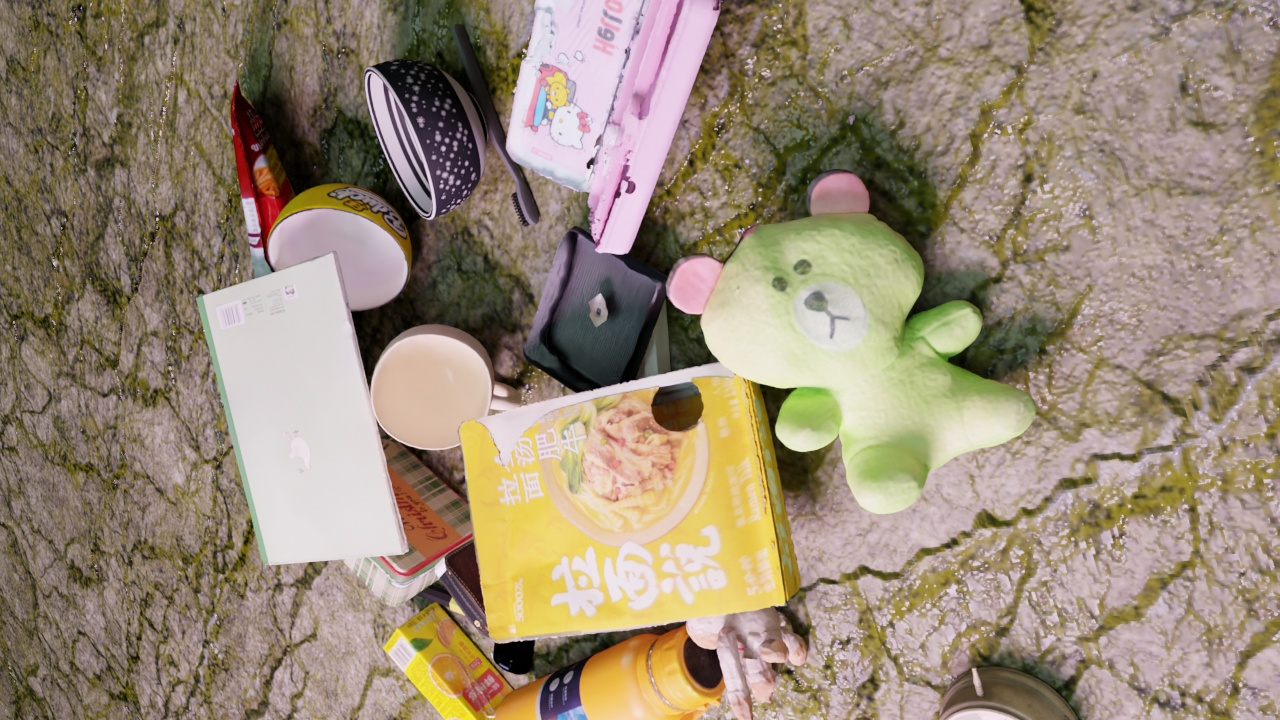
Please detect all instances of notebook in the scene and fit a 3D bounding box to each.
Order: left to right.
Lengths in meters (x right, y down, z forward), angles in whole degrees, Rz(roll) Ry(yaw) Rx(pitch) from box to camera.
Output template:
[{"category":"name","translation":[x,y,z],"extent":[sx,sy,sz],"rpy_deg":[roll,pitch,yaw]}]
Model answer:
[{"category":"notebook","translation":[-0.295,0.050,0.786],"extent":[0.182,0.010,0.252],"rpy_deg":[-11,94,29]}]

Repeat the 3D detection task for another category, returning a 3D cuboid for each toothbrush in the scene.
[{"category":"toothbrush","translation":[-0.115,-0.185,0.723],"extent":[0.013,0.012,0.167],"rpy_deg":[-16,96,43]}]

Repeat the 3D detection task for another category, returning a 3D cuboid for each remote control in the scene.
[{"category":"remote control","translation":[-0.115,0.227,0.852],"extent":[0.041,0.020,0.152],"rpy_deg":[20,114,25]},{"category":"remote control","translation":[-0.004,0.004,0.705],"extent":[0.050,0.024,0.143],"rpy_deg":[4,107,32]}]

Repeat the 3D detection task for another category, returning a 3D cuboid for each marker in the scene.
[{"category":"marker","translation":[-0.192,0.234,0.904],"extent":[0.124,0.017,0.021],"rpy_deg":[9,154,32]}]

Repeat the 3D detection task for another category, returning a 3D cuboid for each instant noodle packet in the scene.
[{"category":"instant noodle packet","translation":[-0.014,0.101,0.635],"extent":[0.222,0.084,0.163],"rpy_deg":[-12,83,10]}]

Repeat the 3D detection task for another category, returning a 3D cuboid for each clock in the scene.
[{"category":"clock","translation":[0.254,0.271,0.606],"extent":[0.141,0.054,0.093],"rpy_deg":[44,124,17]}]

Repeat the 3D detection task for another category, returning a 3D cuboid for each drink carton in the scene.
[{"category":"drink carton","translation":[-0.182,0.307,0.898],"extent":[0.134,0.058,0.043],"rpy_deg":[45,123,12]}]

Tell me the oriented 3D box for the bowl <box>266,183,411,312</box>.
[{"category":"bowl","translation":[-0.255,-0.106,0.794],"extent":[0.117,0.067,0.117],"rpy_deg":[-1,137,-1]}]

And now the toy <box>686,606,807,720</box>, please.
[{"category":"toy","translation":[0.068,0.209,0.691],"extent":[0.106,0.085,0.074],"rpy_deg":[44,110,19]}]

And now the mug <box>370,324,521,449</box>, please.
[{"category":"mug","translation":[-0.159,0.020,0.768],"extent":[0.120,0.100,0.096],"rpy_deg":[12,98,-10]}]

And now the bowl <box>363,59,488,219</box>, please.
[{"category":"bowl","translation":[-0.158,-0.178,0.713],"extent":[0.120,0.066,0.120],"rpy_deg":[50,155,32]}]

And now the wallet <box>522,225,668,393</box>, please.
[{"category":"wallet","translation":[-0.032,-0.031,0.680],"extent":[0.089,0.026,0.115],"rpy_deg":[33,118,21]}]

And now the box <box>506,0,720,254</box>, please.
[{"category":"box","translation":[-0.014,-0.183,0.611],"extent":[0.146,0.077,0.202],"rpy_deg":[52,140,27]}]

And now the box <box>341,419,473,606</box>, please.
[{"category":"box","translation":[-0.250,0.124,0.850],"extent":[0.205,0.117,0.051],"rpy_deg":[40,127,18]}]

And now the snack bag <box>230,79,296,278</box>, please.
[{"category":"snack bag","translation":[-0.343,-0.142,0.832],"extent":[0.139,0.066,0.208],"rpy_deg":[-142,39,-71]}]

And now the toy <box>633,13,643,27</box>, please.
[{"category":"toy","translation":[-0.024,-0.276,0.615],"extent":[0.095,0.065,0.127],"rpy_deg":[-29,99,39]}]

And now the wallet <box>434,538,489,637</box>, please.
[{"category":"wallet","translation":[-0.106,0.170,0.764],"extent":[0.072,0.122,0.020],"rpy_deg":[52,125,8]}]

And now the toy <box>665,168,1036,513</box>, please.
[{"category":"toy","translation":[0.129,-0.009,0.565],"extent":[0.150,0.107,0.197],"rpy_deg":[-35,78,4]}]

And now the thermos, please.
[{"category":"thermos","translation":[-0.023,0.289,0.786],"extent":[0.233,0.091,0.076],"rpy_deg":[-36,56,35]}]
